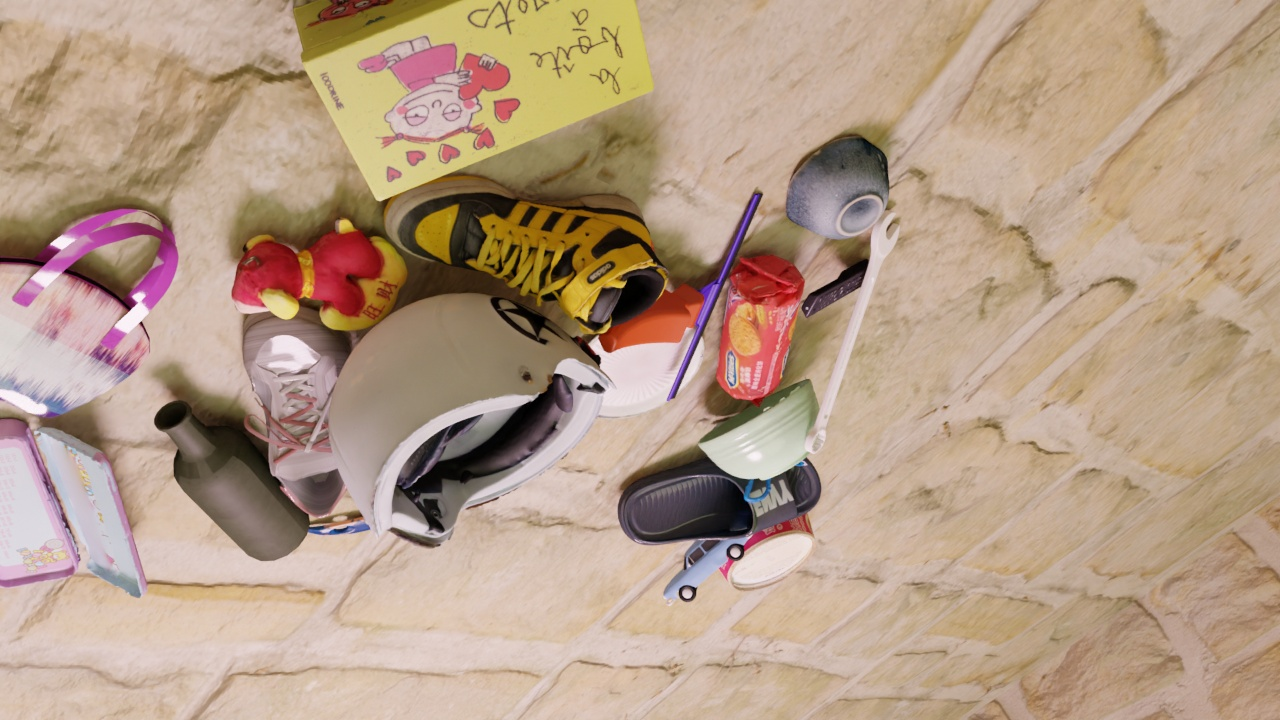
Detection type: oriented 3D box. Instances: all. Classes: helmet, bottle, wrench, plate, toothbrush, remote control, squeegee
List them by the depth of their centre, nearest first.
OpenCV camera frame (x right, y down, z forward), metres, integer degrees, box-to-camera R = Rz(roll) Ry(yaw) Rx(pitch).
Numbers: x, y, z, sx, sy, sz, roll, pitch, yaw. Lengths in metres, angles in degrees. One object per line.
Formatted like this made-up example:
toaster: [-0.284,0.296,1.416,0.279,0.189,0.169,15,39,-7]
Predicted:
helmet: [-0.159,0.035,0.818,0.237,0.163,0.263,-42,161,15]
bottle: [-0.382,0.111,0.855,0.071,0.071,0.207,-21,140,-7]
squeegee: [0.018,-0.042,0.877,0.184,0.055,0.250,-28,146,-54]
remote control: [0.208,-0.078,0.965,0.136,0.015,0.032,-27,150,-47]
wrench: [0.227,-0.028,0.989,0.047,0.009,0.273,3,107,-52]
plate: [-0.006,0.006,0.989,0.156,0.014,0.157,-15,139,-14]
toothbrush: [-0.336,0.183,1.003,0.134,0.017,0.022,-4,138,-24]

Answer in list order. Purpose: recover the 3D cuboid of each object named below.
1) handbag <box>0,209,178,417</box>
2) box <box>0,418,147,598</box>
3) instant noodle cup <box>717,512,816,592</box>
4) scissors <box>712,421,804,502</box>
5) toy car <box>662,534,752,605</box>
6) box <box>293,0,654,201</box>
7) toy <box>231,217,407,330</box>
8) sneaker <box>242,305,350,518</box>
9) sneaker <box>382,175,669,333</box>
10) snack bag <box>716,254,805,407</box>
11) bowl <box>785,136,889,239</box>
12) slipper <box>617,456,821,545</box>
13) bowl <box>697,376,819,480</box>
handbag: [-0.418,-0.045,0.680,0.170,0.068,0.144,-40,140,6]
box: [-0.527,0.139,0.823,0.149,0.050,0.215,9,133,-6]
instant noodle cup: [0.175,0.262,1.320,0.178,0.077,0.179,-15,140,-13]
scissors: [0.142,0.113,1.131,0.130,0.125,0.014,27,155,-7]
toy car: [0.086,0.268,1.231,0.153,0.055,0.056,-41,175,3]
box: [-0.110,-0.215,0.639,0.221,0.082,0.124,-20,140,-6]
toy: [-0.252,-0.069,0.739,0.137,0.067,0.106,0,126,-39]
sneaker: [-0.299,0.057,0.826,0.099,0.089,0.237,-13,139,-17]
sneaker: [-0.085,-0.084,0.764,0.238,0.122,0.086,-2,133,-28]
snack bag: [0.124,-0.034,0.969,0.082,0.082,0.177,-13,139,-16]
bowl: [0.200,-0.157,0.892,0.110,0.055,0.111,-15,140,-13]
slipper: [0.106,0.170,1.148,0.268,0.110,0.083,-10,-178,-11]
bowl: [0.148,0.088,1.058,0.151,0.077,0.151,-31,179,-1]
